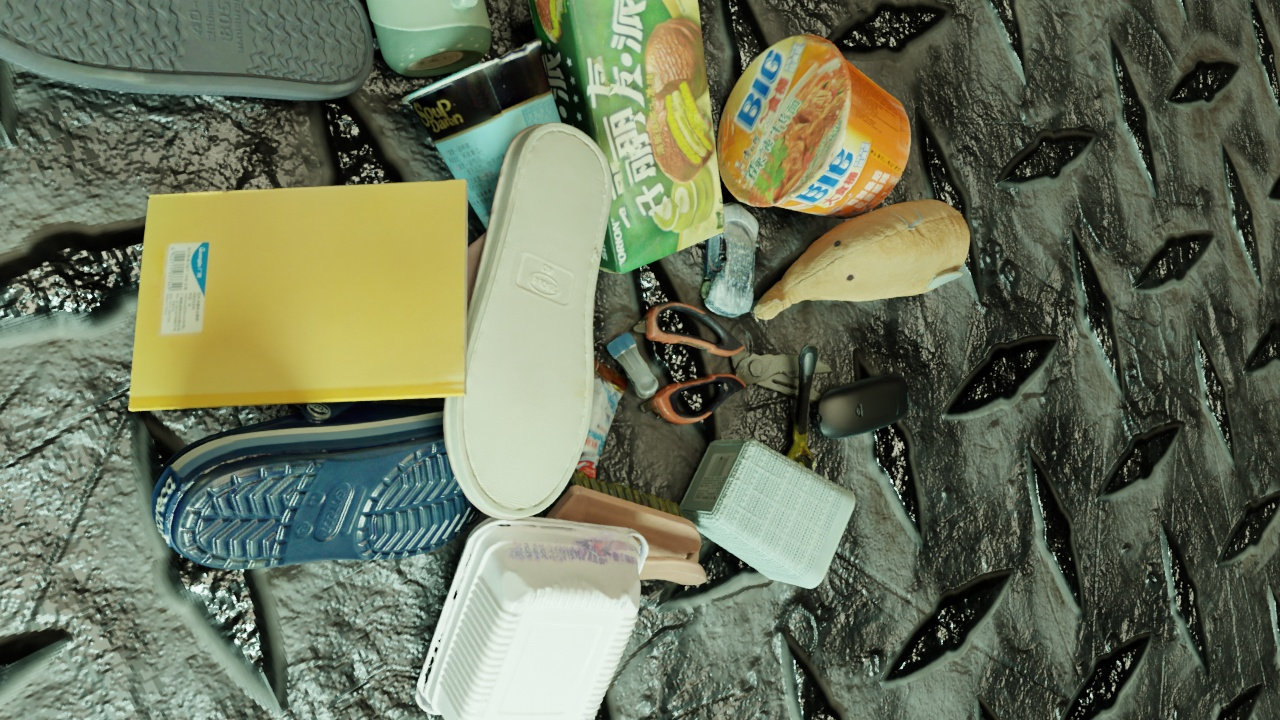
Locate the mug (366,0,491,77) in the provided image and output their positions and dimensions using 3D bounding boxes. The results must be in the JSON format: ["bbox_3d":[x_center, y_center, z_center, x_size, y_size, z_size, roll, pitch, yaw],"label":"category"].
[{"bbox_3d":[-0.147,-0.268,0.650,0.082,0.112,0.106,-18,97,-41],"label":"mug"}]

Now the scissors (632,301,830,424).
[{"bbox_3d":[0.085,0.013,0.827,0.213,0.015,0.197,-43,107,-28],"label":"scissors"}]

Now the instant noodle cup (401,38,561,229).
[{"bbox_3d":[-0.101,-0.159,0.682,0.111,0.111,0.120,-34,112,-29],"label":"instant noodle cup"}]

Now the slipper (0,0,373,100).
[{"bbox_3d":[-0.301,-0.215,0.581,0.267,0.083,0.110,-6,95,-50],"label":"slipper"}]

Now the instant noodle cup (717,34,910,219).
[{"bbox_3d":[0.159,-0.197,0.817,0.111,0.152,0.151,10,81,-39],"label":"instant noodle cup"}]

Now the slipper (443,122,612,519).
[{"bbox_3d":[-0.078,-0.030,0.628,0.114,0.055,0.274,14,79,-36],"label":"slipper"}]

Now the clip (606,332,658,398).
[{"bbox_3d":[-0.004,0.005,0.764,0.024,0.028,0.057,-32,82,-7],"label":"clip"}]

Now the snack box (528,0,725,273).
[{"bbox_3d":[-0.007,-0.198,0.716,0.114,0.063,0.240,-25,120,-29],"label":"snack box"}]

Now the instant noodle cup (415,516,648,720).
[{"bbox_3d":[-0.071,0.198,0.643,0.138,0.060,0.174,11,111,-27],"label":"instant noodle cup"}]

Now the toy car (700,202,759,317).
[{"bbox_3d":[0.082,-0.092,0.824,0.049,0.031,0.105,9,80,-32],"label":"toy car"}]

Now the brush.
[{"bbox_3d":[-0.010,0.139,0.718,0.145,0.073,0.063,22,118,-33],"label":"brush"}]

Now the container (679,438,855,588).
[{"bbox_3d":[0.103,0.126,0.781,0.111,0.090,0.089,32,74,-17],"label":"container"}]

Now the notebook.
[{"bbox_3d":[-0.211,-0.043,0.575,0.206,0.010,0.145,-3,75,0],"label":"notebook"}]

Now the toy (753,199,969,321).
[{"bbox_3d":[0.200,-0.089,0.831,0.225,0.144,0.082,-12,67,-32],"label":"toy"}]

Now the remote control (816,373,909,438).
[{"bbox_3d":[0.226,0.044,0.899,0.136,0.024,0.053,-12,97,-36],"label":"remote control"}]

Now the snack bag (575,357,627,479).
[{"bbox_3d":[-0.039,0.053,0.741,0.048,0.026,0.104,34,70,-39],"label":"snack bag"}]

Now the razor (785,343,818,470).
[{"bbox_3d":[0.149,0.055,0.849,0.042,0.022,0.143,3,96,-8],"label":"razor"}]

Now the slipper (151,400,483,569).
[{"bbox_3d":[-0.195,0.073,0.609,0.252,0.095,0.105,-5,126,-49],"label":"slipper"}]
